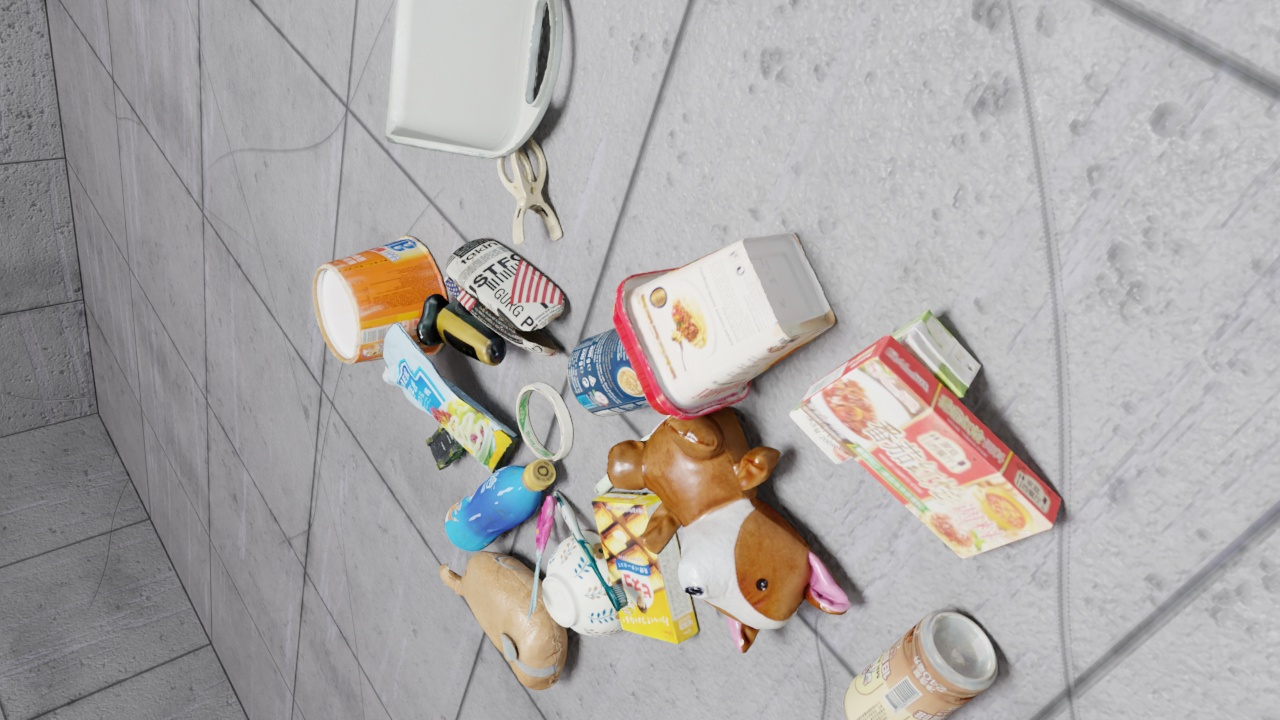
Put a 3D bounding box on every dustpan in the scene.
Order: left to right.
[{"bbox_3d":[-0.165,-0.303,0.881,0.257,0.142,0.223,-128,45,-67],"label":"dustpan"}]

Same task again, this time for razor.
[{"bbox_3d":[-0.193,-0.027,0.992,0.167,0.067,0.062,26,145,53],"label":"razor"}]

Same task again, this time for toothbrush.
[{"bbox_3d":[-0.053,0.187,0.930,0.191,0.018,0.016,-130,31,-53],"label":"toothbrush"},{"bbox_3d":[-0.003,0.085,0.861,0.029,0.020,0.190,58,142,15],"label":"toothbrush"}]

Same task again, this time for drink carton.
[{"bbox_3d":[0.162,0.019,0.614,0.053,0.045,0.123,47,139,0],"label":"drink carton"}]

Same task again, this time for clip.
[{"bbox_3d":[-0.106,-0.161,0.873,0.035,0.071,0.100,-17,85,51],"label":"clip"}]

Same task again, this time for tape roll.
[{"bbox_3d":[-0.103,0.066,0.978,0.086,0.013,0.086,22,120,44],"label":"tape roll"}]

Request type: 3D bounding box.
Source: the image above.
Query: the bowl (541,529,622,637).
[{"bbox_3d":[-0.063,0.242,0.964,0.113,0.062,0.114,24,124,43],"label":"bowl"}]

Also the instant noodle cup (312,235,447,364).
[{"bbox_3d":[-0.316,-0.067,1.102,0.151,0.111,0.151,23,121,43],"label":"instant noodle cup"}]

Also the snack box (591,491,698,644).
[{"bbox_3d":[0.004,0.198,0.889,0.087,0.033,0.140,-5,102,51],"label":"snack box"}]

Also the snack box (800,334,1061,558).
[{"bbox_3d":[0.180,0.057,0.576,0.153,0.025,0.075,43,140,-5],"label":"snack box"}]

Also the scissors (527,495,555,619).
[{"bbox_3d":[-0.110,0.211,0.990,0.113,0.017,0.134,168,113,-78],"label":"scissors"}]

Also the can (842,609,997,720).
[{"bbox_3d":[0.195,0.228,0.649,0.058,0.058,0.117,51,137,24],"label":"can"}]

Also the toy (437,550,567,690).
[{"bbox_3d":[-0.165,0.286,1.088,0.226,0.082,0.144,35,127,39],"label":"toy"}]

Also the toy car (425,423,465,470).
[{"bbox_3d":[-0.234,0.102,1.131,0.091,0.036,0.043,-39,75,47],"label":"toy car"}]

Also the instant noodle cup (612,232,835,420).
[{"bbox_3d":[0.063,-0.031,0.673,0.124,0.116,0.116,-30,81,39],"label":"instant noodle cup"}]

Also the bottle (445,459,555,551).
[{"bbox_3d":[-0.156,0.161,1.038,0.219,0.065,0.065,-38,75,50],"label":"bottle"}]

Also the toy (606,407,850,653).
[{"bbox_3d":[0.065,0.132,0.727,0.141,0.130,0.199,-33,88,45],"label":"toy"}]

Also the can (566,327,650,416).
[{"bbox_3d":[-0.005,0.005,0.786,0.111,0.075,0.075,-17,91,52],"label":"can"}]

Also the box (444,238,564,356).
[{"bbox_3d":[-0.140,-0.057,0.946,0.163,0.076,0.088,36,152,33],"label":"box"}]

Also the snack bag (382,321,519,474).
[{"bbox_3d":[-0.224,0.047,1.048,0.191,0.038,0.111,41,151,6],"label":"snack bag"}]
